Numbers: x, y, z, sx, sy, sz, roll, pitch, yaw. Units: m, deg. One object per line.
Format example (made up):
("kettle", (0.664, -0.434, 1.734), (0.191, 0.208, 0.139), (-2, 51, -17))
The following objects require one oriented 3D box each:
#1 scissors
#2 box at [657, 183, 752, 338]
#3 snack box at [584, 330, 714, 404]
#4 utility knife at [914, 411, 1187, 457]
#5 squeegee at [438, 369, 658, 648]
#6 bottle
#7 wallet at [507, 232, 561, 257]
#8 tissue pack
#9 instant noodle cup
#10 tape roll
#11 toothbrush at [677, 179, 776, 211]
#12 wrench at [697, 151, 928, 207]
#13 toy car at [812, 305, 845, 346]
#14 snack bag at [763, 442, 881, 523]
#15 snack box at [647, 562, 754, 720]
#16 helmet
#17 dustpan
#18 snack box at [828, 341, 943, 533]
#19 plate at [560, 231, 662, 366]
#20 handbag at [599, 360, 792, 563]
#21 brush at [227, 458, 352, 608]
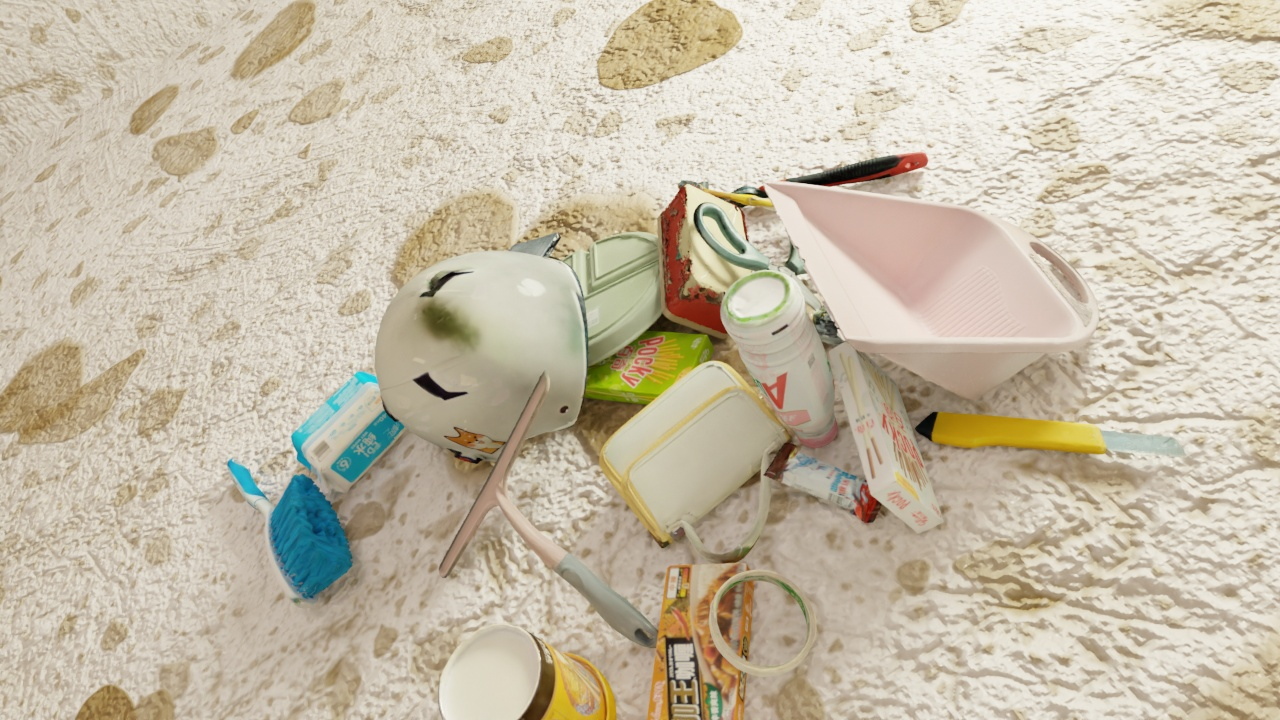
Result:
("scissors", (0.145, -0.121, 0.973), (0.170, 0.019, 0.180), (44, 45, 16))
("box", (0.073, -0.116, 0.993), (0.076, 0.091, 0.168), (-51, 30, 40))
("snack box", (-0.006, 0.006, 0.994), (0.157, 0.026, 0.085), (6, 55, 33))
("utility knife", (0.334, 0.065, 0.763), (0.209, 0.015, 0.033), (4, 54, 35))
("squeegee", (-0.074, 0.177, 0.839), (0.249, 0.040, 0.248), (38, 108, 28))
("bottle", (0.130, 0.009, 0.795), (0.068, 0.197, 0.068), (-15, 47, 17))
("wallet", (-0.158, -0.112, 1.166), (0.097, 0.019, 0.120), (-5, 46, 46))
("tissue pack", (-0.341, 0.084, 1.086), (0.140, 0.063, 0.090), (-47, 50, -11))
("instant noodle cup", (-0.096, 0.281, 0.749), (0.119, 0.114, 0.118), (-16, 47, 18))
("tape roll", (0.099, 0.212, 0.744), (0.086, 0.014, 0.085), (3, 53, -4))
("toothbrush", (0.133, -0.182, 1.042), (0.191, 0.018, 0.016), (14, 86, 13))
("wrench", (0.188, -0.206, 1.055), (0.274, 0.056, 0.016), (-6, 69, 19))
("toy car", (0.207, -0.053, 0.922), (0.043, 0.034, 0.090), (11, 57, 38))
("snack bag", (0.164, 0.106, 0.803), (0.104, 0.026, 0.048), (26, 56, 20))
("snack box", (0.051, 0.244, 0.761), (0.075, 0.026, 0.153), (-8, 50, 24))
("helmet", (-0.189, -0.012, 0.964), (0.275, 0.156, 0.229), (-12, 74, 36))
("dustpan", (0.264, -0.087, 0.802), (0.139, 0.273, 0.222), (-43, 43, 26))
("snack box", (0.208, 0.062, 0.785), (0.027, 0.084, 0.156), (-32, 42, 25))
("plate", (-0.058, -0.073, 1.062), (0.231, 0.027, 0.229), (-23, 35, 17))
("handbag", (0.063, 0.100, 0.857), (0.163, 0.063, 0.178), (-39, 48, -4))
("brush", (-0.417, 0.170, 1.059), (0.109, 0.060, 0.314), (-54, 45, 11))
